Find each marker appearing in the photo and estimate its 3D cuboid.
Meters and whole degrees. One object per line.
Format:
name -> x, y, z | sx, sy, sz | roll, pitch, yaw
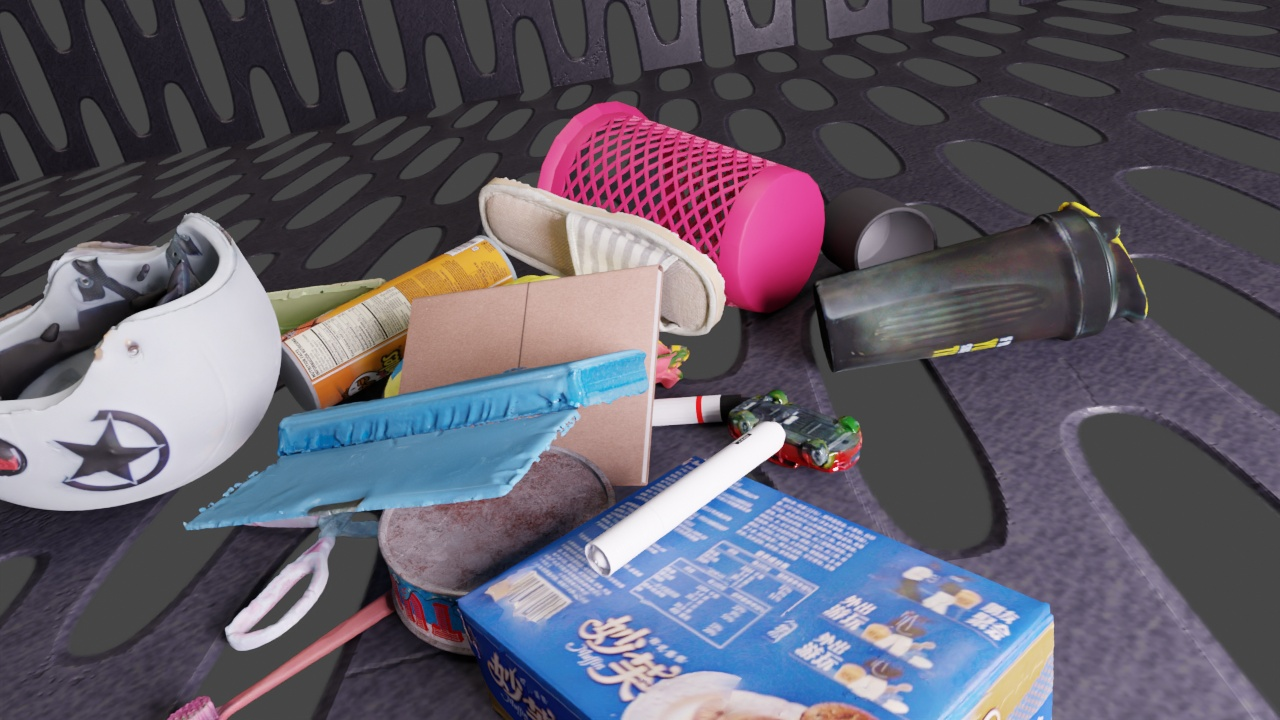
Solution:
marker -> 0.026, 0.063, 0.443 | 0.133, 0.017, 0.020 | -29, -7, -38
marker -> 0.024, 0.037, 0.665 | 0.146, 0.019, 0.019 | -5, 25, 13

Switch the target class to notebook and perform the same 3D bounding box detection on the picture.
notebook -> -0.083, 0.014, 0.619 | 0.210, 0.141, 0.008 | -5, -18, 30

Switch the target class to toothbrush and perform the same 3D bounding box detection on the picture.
toothbrush -> -0.166, 0.147, 0.505 | 0.016, 0.016, 0.189 | 14, 34, 44

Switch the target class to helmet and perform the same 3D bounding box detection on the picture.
helmet -> -0.400, 0.021, 0.700 | 0.264, 0.164, 0.236 | -22, 33, 0

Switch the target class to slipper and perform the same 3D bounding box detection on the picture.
slipper -> -0.047, -0.092, 0.825 | 0.273, 0.115, 0.053 | 25, 54, 29

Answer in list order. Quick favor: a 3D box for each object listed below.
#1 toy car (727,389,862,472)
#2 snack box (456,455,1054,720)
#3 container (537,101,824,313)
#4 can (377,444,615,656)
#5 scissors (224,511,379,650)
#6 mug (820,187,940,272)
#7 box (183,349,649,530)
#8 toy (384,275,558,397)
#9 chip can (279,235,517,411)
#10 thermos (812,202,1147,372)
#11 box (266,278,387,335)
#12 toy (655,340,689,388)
toy car -> 0.098, 0.048, 0.589 | 0.042, 0.036, 0.091 | -30, 30, -37
snack box -> 0.041, 0.130, 0.394 | 0.154, 0.069, 0.203 | -26, 28, -33
container -> 0.044, -0.135, 0.866 | 0.226, 0.183, 0.182 | 23, 40, 39
can -> -0.077, 0.101, 0.514 | 0.130, 0.044, 0.129 | -3, 30, 2
scissors -> -0.214, 0.114, 0.586 | 0.171, 0.013, 0.172 | 0, 31, 26
mug -> 0.230, -0.108, 0.843 | 0.113, 0.078, 0.088 | 12, 19, -17
box -> -0.128, 0.040, 0.534 | 0.232, 0.048, 0.176 | -11, 11, 26
toy -> -0.108, -0.013, 0.752 | 0.149, 0.084, 0.213 | 8, 31, 27
chip can -> -0.217, -0.035, 0.829 | 0.214, 0.075, 0.075 | -33, 33, -30
thermos -> 0.243, -0.049, 0.678 | 0.221, 0.098, 0.098 | -12, 24, 8
box -> -0.318, -0.030, 0.915 | 0.188, 0.090, 0.077 | -6, 4, 15
toy -> -0.004, 0.004, 0.696 | 0.084, 0.046, 0.103 | -30, -17, 21
